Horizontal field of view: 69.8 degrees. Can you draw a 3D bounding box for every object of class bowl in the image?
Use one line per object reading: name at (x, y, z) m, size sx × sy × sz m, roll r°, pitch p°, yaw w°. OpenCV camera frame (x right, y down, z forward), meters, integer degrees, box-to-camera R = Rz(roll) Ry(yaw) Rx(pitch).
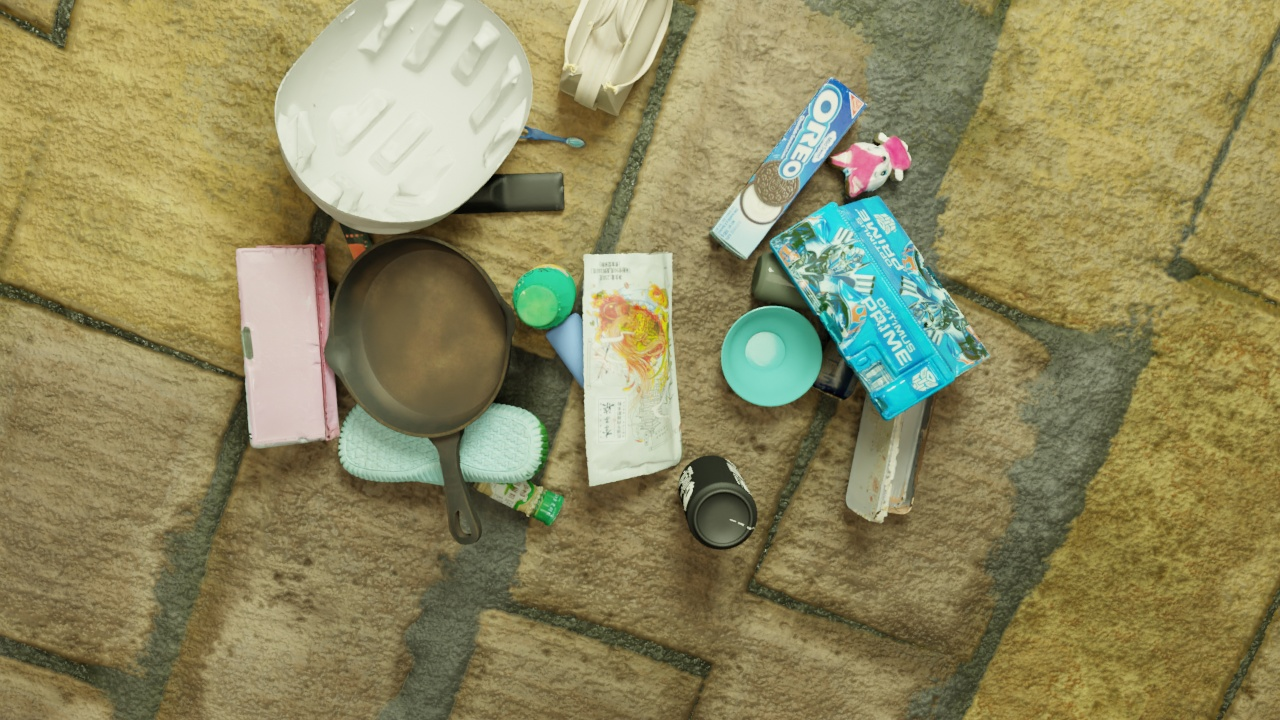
bowl at (0.157, -0.008, 1.122) m, size 0.121 × 0.046 × 0.121 m, roll 0°, pitch 99°, yaw -2°

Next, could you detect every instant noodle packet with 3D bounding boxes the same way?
instant noodle packet at (-0.006, 0.006, 1.092) m, size 0.146 × 0.057 × 0.269 m, roll -8°, pitch 98°, yaw -37°

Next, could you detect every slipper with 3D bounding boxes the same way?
slipper at (-0.235, 0.096, 1.111) m, size 0.276 × 0.069 × 0.116 m, roll 3°, pitch 89°, yaw 15°

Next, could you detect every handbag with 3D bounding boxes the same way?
handbag at (-0.023, -0.367, 0.980) m, size 0.101 × 0.197 × 0.195 m, roll 24°, pitch 97°, yaw -6°

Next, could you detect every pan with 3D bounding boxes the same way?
pan at (-0.229, 0.034, 1.047) m, size 0.249 × 0.043 × 0.356 m, roll -11°, pitch 96°, yaw 20°

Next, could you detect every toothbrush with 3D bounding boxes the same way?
toothbrush at (-0.130, -0.268, 1.084) m, size 0.132 × 0.016 × 0.021 m, roll 9°, pitch 96°, yaw -4°

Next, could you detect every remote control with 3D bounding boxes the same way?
remote control at (-0.161, -0.199, 1.092) m, size 0.140 × 0.021 × 0.045 m, roll -3°, pitch 101°, yaw -3°

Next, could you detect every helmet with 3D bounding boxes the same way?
helmet at (-0.252, -0.271, 0.993) m, size 0.224 × 0.184 × 0.282 m, roll 37°, pitch 92°, yaw -15°

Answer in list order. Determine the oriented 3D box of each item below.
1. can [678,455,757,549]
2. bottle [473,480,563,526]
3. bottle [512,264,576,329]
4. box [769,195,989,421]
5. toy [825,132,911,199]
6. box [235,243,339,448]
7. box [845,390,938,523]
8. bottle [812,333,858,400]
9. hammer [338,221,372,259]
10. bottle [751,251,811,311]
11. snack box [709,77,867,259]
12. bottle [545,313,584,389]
can at (0.090, 0.166, 1.096) m, size 0.080 × 0.146 × 0.080 m, roll 0°, pitch 99°, yaw -2°
bottle at (-0.151, 0.165, 1.141) m, size 0.110 × 0.042 × 0.043 m, roll 27°, pitch 97°, yaw -5°
bottle at (-0.107, -0.069, 1.019) m, size 0.068 × 0.209 × 0.068 m, roll 0°, pitch 98°, yaw -2°
box at (0.280, -0.075, 1.043) m, size 0.174 × 0.064 × 0.243 m, roll -28°, pitch 77°, yaw -16°
toy at (0.277, -0.237, 1.087) m, size 0.102 × 0.050 × 0.065 m, roll -22°, pitch 76°, yaw -8°
box at (-0.417, -0.017, 1.058) m, size 0.099 × 0.098 × 0.233 m, roll 5°, pitch 100°, yaw 23°
box at (0.319, 0.086, 1.132) m, size 0.107 × 0.095 × 0.216 m, roll 5°, pitch 99°, yaw -29°
bottle at (0.260, -0.032, 1.117) m, size 0.056 × 0.056 × 0.161 m, roll 22°, pitch 98°, yaw -6°
hammer at (-0.339, -0.154, 1.089) m, size 0.133 × 0.033 × 0.333 m, roll -16°, pitch 98°, yaw 1°
bottle at (0.192, -0.092, 1.103) m, size 0.108 × 0.060 × 0.060 m, roll 12°, pitch 98°, yaw -4°
snack box at (0.171, -0.223, 1.083) m, size 0.059 × 0.059 × 0.226 m, roll 38°, pitch 96°, yaw -4°
bottle at (-0.060, 0.008, 1.115) m, size 0.048 × 0.048 × 0.131 m, roll -34°, pitch 99°, yaw 3°
